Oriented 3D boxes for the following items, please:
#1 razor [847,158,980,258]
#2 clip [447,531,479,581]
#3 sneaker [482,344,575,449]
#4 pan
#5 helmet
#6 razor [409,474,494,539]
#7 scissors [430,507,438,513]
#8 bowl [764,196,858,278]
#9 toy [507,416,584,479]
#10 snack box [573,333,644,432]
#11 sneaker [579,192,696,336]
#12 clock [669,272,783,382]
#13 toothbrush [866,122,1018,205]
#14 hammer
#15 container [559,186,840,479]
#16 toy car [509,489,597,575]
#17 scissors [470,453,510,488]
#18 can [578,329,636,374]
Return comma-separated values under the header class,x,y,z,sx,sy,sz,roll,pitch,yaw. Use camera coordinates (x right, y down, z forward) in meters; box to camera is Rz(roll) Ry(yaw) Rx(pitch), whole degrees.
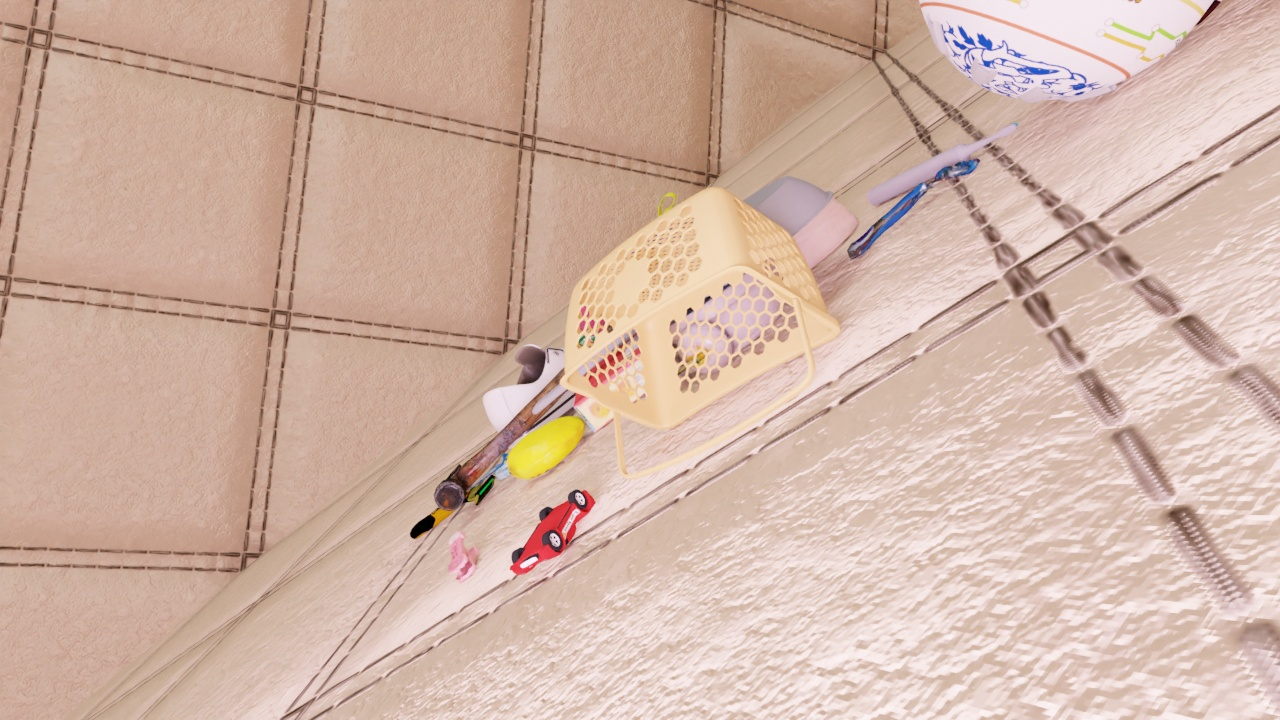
class,x,y,z,sx,sy,sz,roll,pitch,yaw
razor,0.243,-0.141,0.835,0.141,0.018,0.044,-38,10,-1
clip,-0.161,0.171,0.818,0.023,0.045,0.060,-41,-5,6
sneaker,-0.115,0.014,1.194,0.091,0.097,0.244,-27,9,48
pan,0.023,-0.062,0.866,0.357,0.051,0.200,-34,9,16
helmet,0.334,-0.323,0.713,0.314,0.231,0.236,-59,-9,-76
razor,-0.229,0.180,1.092,0.144,0.021,0.044,-36,9,29
scissors,-0.224,0.162,1.152,0.130,0.014,0.118,-36,9,47
bowl,0.152,-0.137,0.992,0.153,0.076,0.153,-38,9,7
toy,-0.098,0.090,0.959,0.094,0.041,0.095,-34,8,-8
snack box,-0.006,0.006,1.010,0.142,0.040,0.145,-38,9,5
sneaker,0.022,-0.113,1.076,0.241,0.116,0.091,-31,42,-6
clock,0.066,-0.032,0.860,0.157,0.059,0.117,-43,9,-27
toothbrush,0.291,-0.191,0.898,0.019,0.018,0.188,-45,11,-27
hammer,-0.101,0.037,1.034,0.330,0.033,0.120,-43,8,4
container,0.038,-0.013,0.682,0.184,0.129,0.166,-32,51,34
toy car,-0.064,0.128,0.681,0.038,0.025,0.089,-33,11,27
scissors,-0.158,0.122,1.129,0.125,0.013,0.130,-37,6,-2
can,-0.035,-0.026,1.112,0.101,0.053,0.053,-40,9,-13
